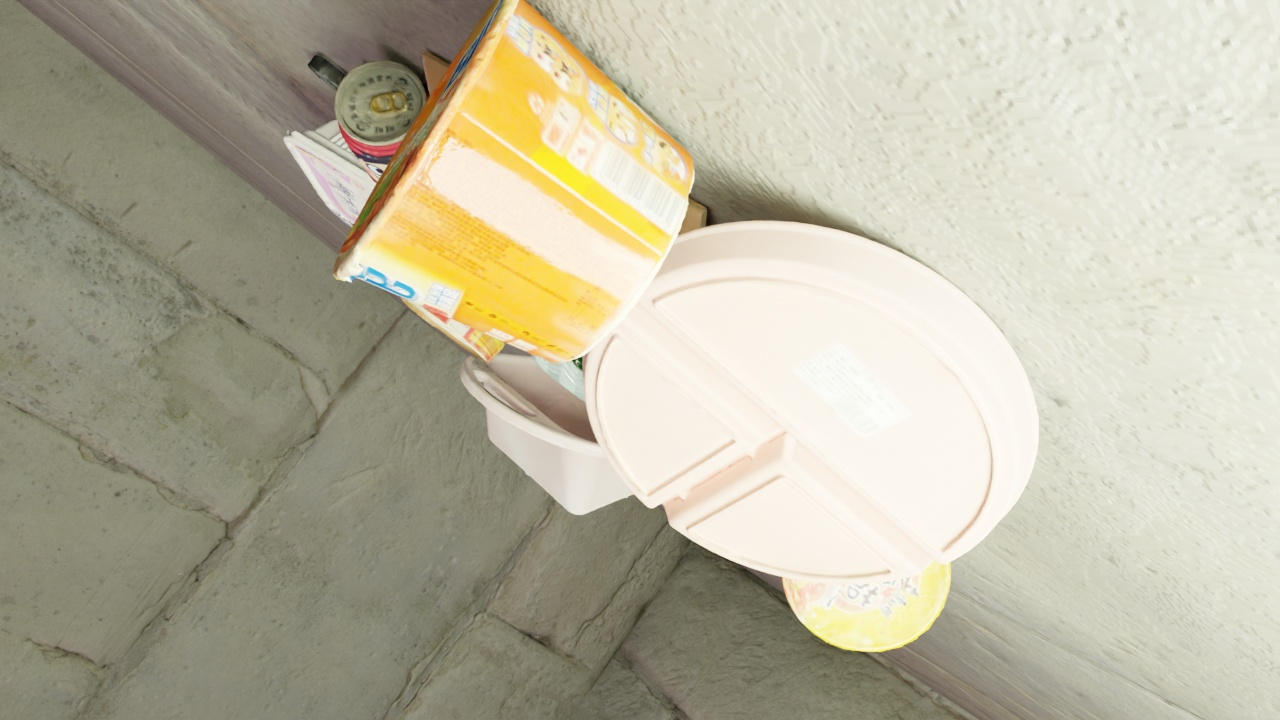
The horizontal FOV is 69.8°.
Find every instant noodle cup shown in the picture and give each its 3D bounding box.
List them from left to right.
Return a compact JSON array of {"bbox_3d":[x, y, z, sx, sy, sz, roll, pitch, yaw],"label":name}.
[{"bbox_3d":[-0.209,-0.141,0.797,0.173,0.060,0.138,33,163,15],"label":"instant noodle cup"},{"bbox_3d":[-0.162,-0.073,0.902,0.138,0.108,0.138,36,170,7],"label":"instant noodle cup"},{"bbox_3d":[-0.054,-0.075,0.424,0.111,0.151,0.151,31,173,-22],"label":"instant noodle cup"},{"bbox_3d":[0.192,0.174,0.799,0.138,0.138,0.110,34,179,13],"label":"instant noodle cup"}]

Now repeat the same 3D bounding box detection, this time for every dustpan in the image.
[{"bbox_3d":[-0.052,0.045,0.972,0.223,0.272,0.139,32,133,35],"label":"dustpan"}]

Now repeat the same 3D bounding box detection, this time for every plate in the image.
[{"bbox_3d":[0.073,0.036,0.457,0.230,0.028,0.230,14,133,15],"label":"plate"}]

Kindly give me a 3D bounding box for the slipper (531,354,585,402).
[{"bbox_3d":[-0.004,0.004,0.740,0.104,0.074,0.245,36,-174,13],"label":"slipper"}]

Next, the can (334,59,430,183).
[{"bbox_3d":[-0.170,-0.159,0.639,0.066,0.066,0.094,35,170,6],"label":"can"}]

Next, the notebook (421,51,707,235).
[{"bbox_3d":[-0.049,-0.091,0.581,0.211,0.012,0.150,33,152,20],"label":"notebook"}]

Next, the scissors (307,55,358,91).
[{"bbox_3d":[-0.198,-0.191,0.749,0.159,0.014,0.181,34,172,12],"label":"scissors"}]
